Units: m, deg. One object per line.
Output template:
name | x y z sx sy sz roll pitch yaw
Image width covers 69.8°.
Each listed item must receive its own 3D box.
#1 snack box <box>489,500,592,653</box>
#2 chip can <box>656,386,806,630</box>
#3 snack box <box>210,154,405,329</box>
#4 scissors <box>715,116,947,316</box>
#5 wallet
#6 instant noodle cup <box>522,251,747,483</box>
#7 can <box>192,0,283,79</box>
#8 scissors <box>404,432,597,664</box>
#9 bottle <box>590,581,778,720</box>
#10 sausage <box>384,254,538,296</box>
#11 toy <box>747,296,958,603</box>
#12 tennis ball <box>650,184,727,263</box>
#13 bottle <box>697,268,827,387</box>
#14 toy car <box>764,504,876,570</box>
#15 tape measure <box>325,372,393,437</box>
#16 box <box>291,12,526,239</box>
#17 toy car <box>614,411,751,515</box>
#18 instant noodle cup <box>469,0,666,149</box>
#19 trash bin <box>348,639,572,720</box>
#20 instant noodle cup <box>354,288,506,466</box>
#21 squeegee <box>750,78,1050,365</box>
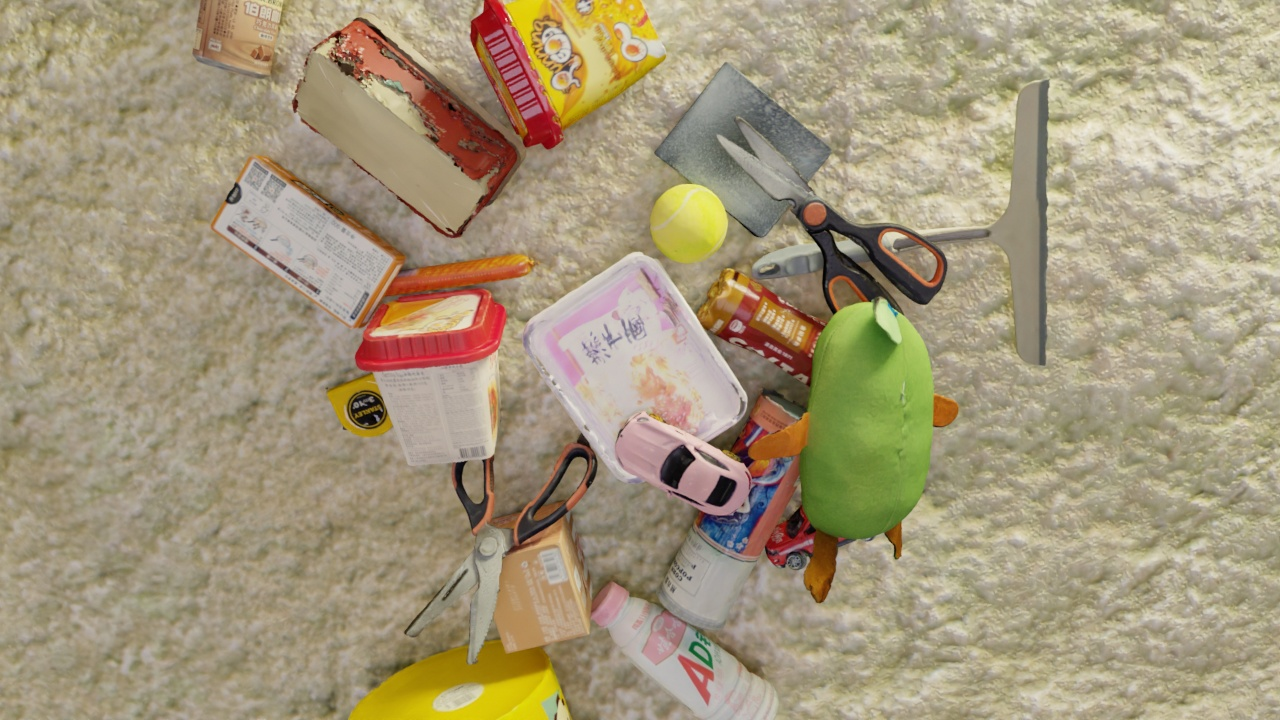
snack box | -0.093 0.193 0.829 0.077 0.094 0.093 -15 104 3
chip can | 0.092 0.134 0.828 0.071 0.071 0.215 25 102 -6
snack box | -0.281 -0.100 0.777 0.154 0.026 0.075 35 102 1
scissors | 0.162 -0.121 0.753 0.160 0.021 0.234 -22 105 6
wallet | 0.087 -0.176 0.778 0.121 0.019 0.097 37 103 -10
instant noodle cup | -0.005 0.005 0.801 0.138 0.060 0.173 -33 101 7
can | -0.315 -0.288 0.726 0.058 0.058 0.116 15 104 -4
scissors | -0.119 0.141 0.781 0.189 0.226 0.015 -18 146 -1
bottle | 0.038 0.284 0.868 0.197 0.068 0.068 39 100 -6
sausage | -0.170 -0.073 0.799 0.165 0.021 0.021 -7 104 2
toy | 0.182 0.065 0.746 0.226 0.090 0.247 -9 108 -34
tennis ball | 0.040 -0.114 0.768 0.065 0.065 0.065 0 104 0
bottle | 0.136 -0.015 0.797 0.175 0.057 0.057 28 102 -7
toy car | 0.169 0.150 0.842 0.120 0.053 0.045 -26 101 3
tape measure | -0.243 0.039 0.823 0.060 0.029 0.057 -21 102 5
box | -0.186 -0.179 0.725 0.168 0.080 0.092 39 141 -9
toy car | 0.036 0.090 0.774 0.122 0.037 0.056 27 101 -6
instant noodle cup | -0.056 -0.241 0.719 0.123 0.116 0.116 -28 103 -5
trash bin | -0.138 0.412 0.827 0.229 0.229 0.255 -13 98 3
instant noodle cup | -0.169 0.016 0.781 0.116 0.116 0.124 -5 115 1
squeegee | 0.217 -0.097 0.788 0.247 0.039 0.247 -8 114 8
